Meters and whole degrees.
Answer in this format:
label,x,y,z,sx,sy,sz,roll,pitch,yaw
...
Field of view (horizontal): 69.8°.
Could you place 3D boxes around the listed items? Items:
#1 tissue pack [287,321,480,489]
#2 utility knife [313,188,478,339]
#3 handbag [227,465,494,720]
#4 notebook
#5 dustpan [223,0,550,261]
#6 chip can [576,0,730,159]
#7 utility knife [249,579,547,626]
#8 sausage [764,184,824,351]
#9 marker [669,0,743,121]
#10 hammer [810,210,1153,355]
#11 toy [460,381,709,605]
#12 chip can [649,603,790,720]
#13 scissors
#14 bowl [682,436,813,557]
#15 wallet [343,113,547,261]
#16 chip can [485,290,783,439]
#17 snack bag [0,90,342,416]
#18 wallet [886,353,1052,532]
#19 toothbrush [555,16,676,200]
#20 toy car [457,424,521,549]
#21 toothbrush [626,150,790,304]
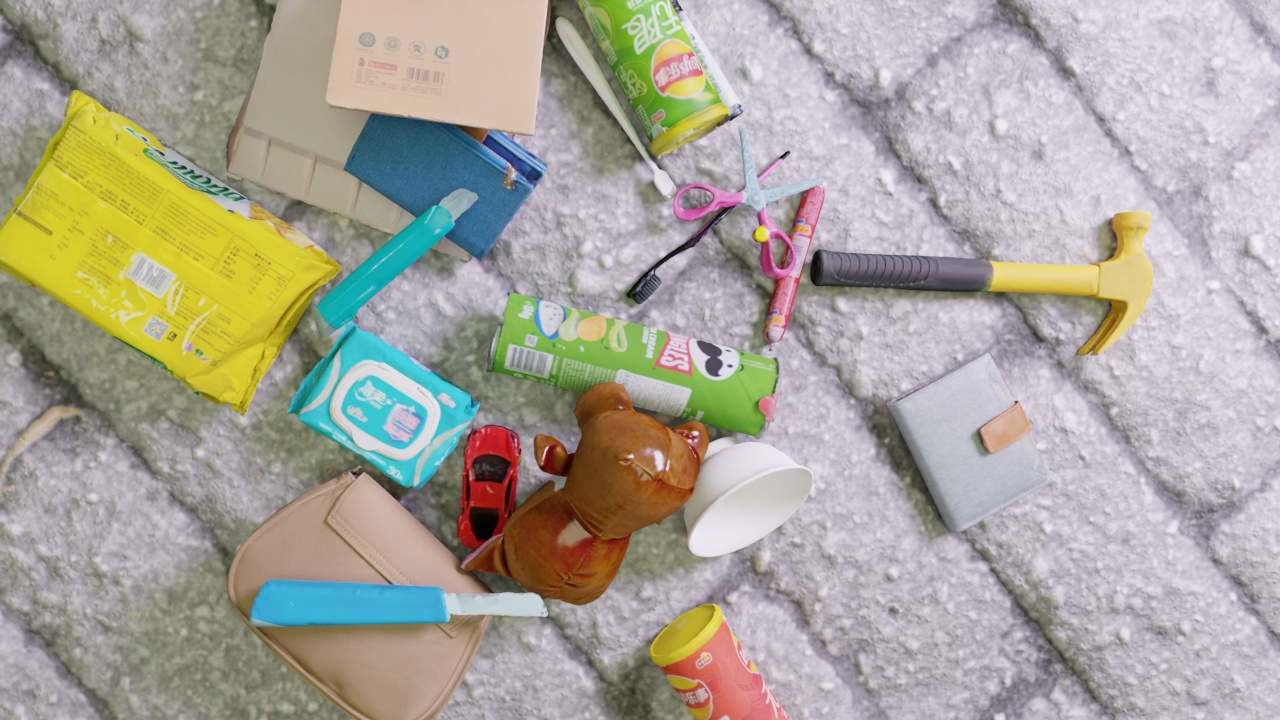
label,x,y,z,sx,sy,sz,roll,pitch,yaw
tissue pack,-0.211,0.038,0.759,0.133,0.050,0.093,32,91,-4
utility knife,-0.196,-0.078,0.725,0.176,0.013,0.029,-37,101,13
handbag,-0.221,0.193,0.746,0.204,0.100,0.147,45,81,-5
notebook,-0.141,-0.271,0.673,0.147,0.008,0.207,6,78,-9
dustpan,-0.192,-0.250,0.769,0.222,0.138,0.274,22,119,-7
chip can,-0.008,-0.280,0.748,0.072,0.072,0.221,-29,95,-3
utility knife,-0.179,0.184,0.689,0.218,0.018,0.034,2,80,-5
sausage,0.132,-0.083,0.793,0.020,0.020,0.156,16,91,-5
marker,0.047,-0.262,0.781,0.023,0.018,0.130,-30,94,23
hammer,0.299,-0.073,0.800,0.300,0.033,0.129,3,91,-4
toy,-0.042,0.114,0.733,0.140,0.130,0.200,28,108,-20
chip can,0.093,0.316,0.783,0.073,0.073,0.216,-33,95,-2
scissors,0.093,-0.132,0.776,0.134,0.017,0.133,-11,94,-2
bowl,0.077,0.103,0.768,0.118,0.118,0.064,-31,57,-2
wallet,-0.153,-0.152,0.719,0.133,0.040,0.107,33,125,-15
chip can,-0.005,0.004,0.761,0.236,0.072,0.072,14,91,-4
snack bag,-0.384,-0.080,0.734,0.246,0.068,0.158,34,90,-6
wallet,0.291,0.072,0.803,0.106,0.037,0.129,-27,94,-2
toothbrush,-0.021,-0.214,0.780,0.016,0.016,0.180,-33,92,-4
toy car,-0.129,0.108,0.779,0.049,0.031,0.106,6,90,-5
toothbrush,0.061,-0.115,0.790,0.189,0.014,0.018,-42,105,-2
